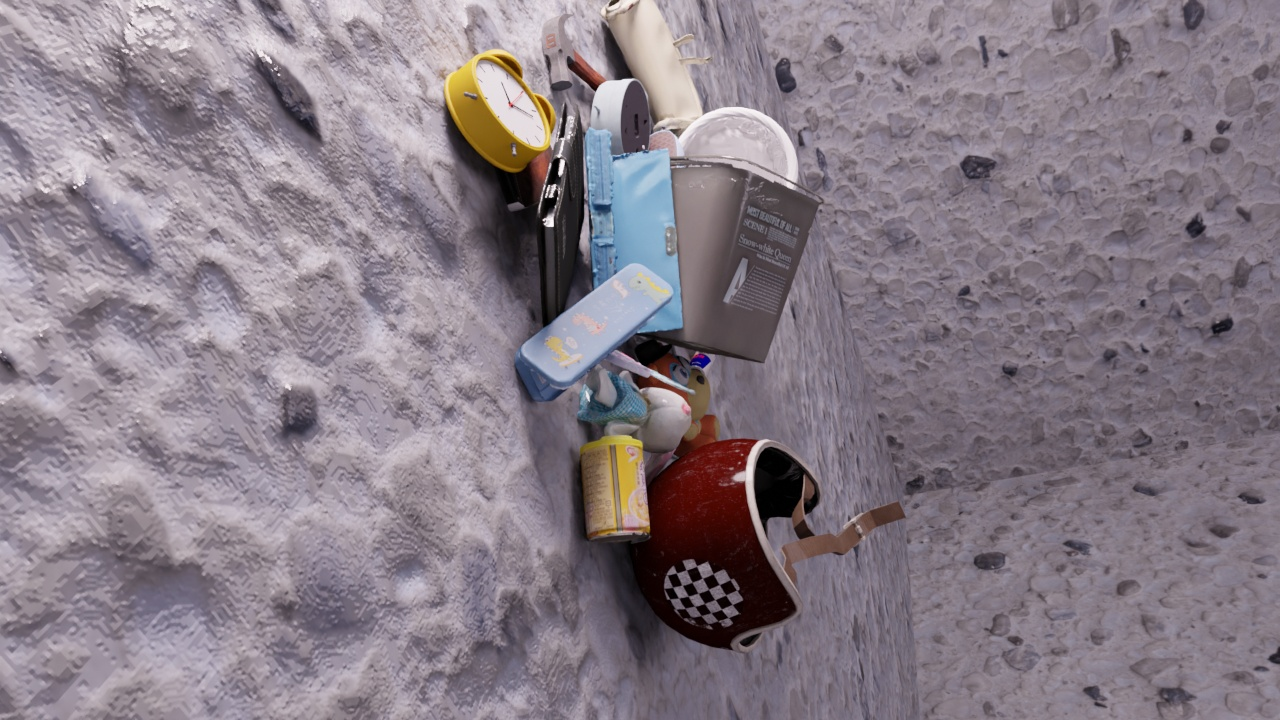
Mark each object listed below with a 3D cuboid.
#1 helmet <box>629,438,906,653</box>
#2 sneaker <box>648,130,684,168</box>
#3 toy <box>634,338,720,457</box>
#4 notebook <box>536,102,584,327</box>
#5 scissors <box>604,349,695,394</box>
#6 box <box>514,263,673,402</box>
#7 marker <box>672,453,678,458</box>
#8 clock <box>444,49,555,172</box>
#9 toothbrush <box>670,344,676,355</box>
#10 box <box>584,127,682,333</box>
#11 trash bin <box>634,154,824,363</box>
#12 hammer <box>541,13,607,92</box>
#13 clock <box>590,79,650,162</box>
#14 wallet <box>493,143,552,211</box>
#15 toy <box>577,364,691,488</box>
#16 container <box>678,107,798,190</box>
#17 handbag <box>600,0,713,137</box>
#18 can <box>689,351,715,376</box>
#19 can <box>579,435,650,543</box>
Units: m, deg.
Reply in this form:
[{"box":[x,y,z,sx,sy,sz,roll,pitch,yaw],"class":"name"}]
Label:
[{"box":[0.119,0.200,1.028,0.234,0.254,0.232,54,32,-17],"class":"helmet"},{"box":[0.034,-0.205,1.323,0.098,0.084,0.241,31,56,-60],"class":"sneaker"},{"box":[0.045,0.052,1.176,0.176,0.096,0.112,48,24,-15],"class":"toy"},{"box":[-0.082,-0.154,0.973,0.170,0.029,0.208,93,0,-47],"class":"notebook"},{"box":[0.012,0.017,1.046,0.179,0.108,0.016,28,92,-33],"class":"scissors"},{"box":[-0.039,-0.036,0.941,0.209,0.064,0.069,-41,109,-44],"class":"box"},{"box":[0.066,0.135,1.279,0.145,0.017,0.017,36,45,-61],"class":"marker"},{"box":[-0.135,-0.252,0.914,0.113,0.052,0.151,50,28,-20],"class":"clock"},{"box":[0.053,0.016,1.333,0.012,0.013,0.167,20,61,-66],"class":"toothbrush"},{"box":[-0.006,-0.148,1.072,0.094,0.110,0.231,101,-15,-79],"class":"box"},{"box":[0.092,-0.124,1.171,0.197,0.198,0.220,14,88,-42],"class":"trash bin"},{"box":[-0.056,-0.382,1.269,0.300,0.028,0.111,13,66,-68],"class":"hammer"},{"box":[-0.022,-0.320,1.249,0.159,0.045,0.123,-50,140,-61],"class":"clock"},{"box":[-0.120,-0.205,0.995,0.122,0.019,0.072,-49,123,-66],"class":"wallet"},{"box":[0.001,0.053,1.036,0.205,0.106,0.130,51,29,-52],"class":"toy"},{"box":[0.139,-0.289,1.439,0.186,0.189,0.189,-82,155,-81],"class":"container"},{"box":[0.036,-0.451,1.385,0.229,0.132,0.183,61,16,-22],"class":"handbag"},{"box":[0.092,0.006,1.410,0.095,0.032,0.032,-55,128,-64],"class":"can"},{"box":[-0.027,0.136,0.958,0.067,0.068,0.105,34,46,-61],"class":"can"}]
